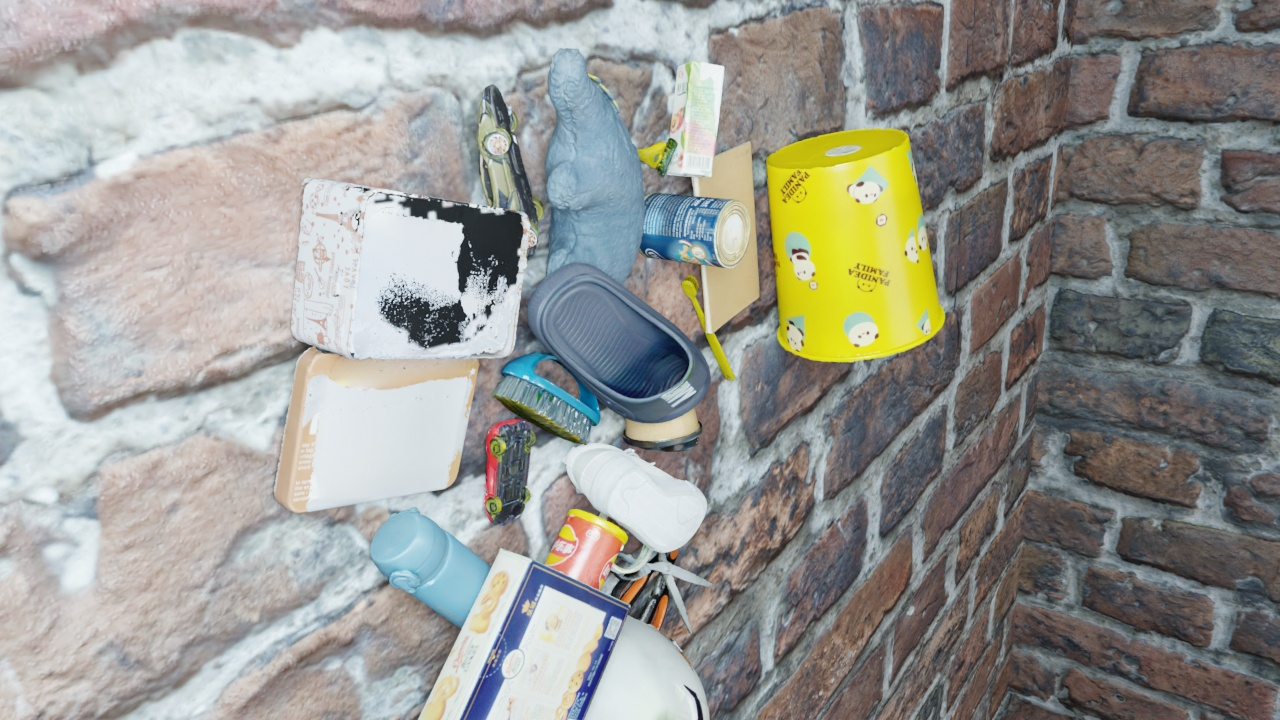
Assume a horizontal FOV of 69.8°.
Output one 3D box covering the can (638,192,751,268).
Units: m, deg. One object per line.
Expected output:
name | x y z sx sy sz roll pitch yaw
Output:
can | 0.058 -0.145 1.015 0.075 0.111 0.075 -21 117 -50

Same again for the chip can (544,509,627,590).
chip can | -0.092 0.267 0.971 0.216 0.073 0.073 -62 142 -18

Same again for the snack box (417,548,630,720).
snack box | -0.103 0.290 0.868 0.182 0.046 0.177 41 68 -48

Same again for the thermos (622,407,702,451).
thermos | 0.020 0.035 1.045 0.092 0.093 0.143 -21 109 -50

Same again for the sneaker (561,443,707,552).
sneaker | -0.008 0.151 1.041 0.089 0.091 0.242 -59 145 -5

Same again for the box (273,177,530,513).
box | -0.193 -0.006 0.749 0.176 0.082 0.261 -1 105 -54

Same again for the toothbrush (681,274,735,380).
toothbrush | 0.090 -0.039 1.175 0.016 0.016 0.190 -63 142 -31

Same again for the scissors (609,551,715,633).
scissors | 0.028 0.255 1.127 0.159 0.014 0.181 -10 85 -40

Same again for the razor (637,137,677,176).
razor | -0.009 -0.211 0.974 0.132 0.028 0.043 -28 153 -50

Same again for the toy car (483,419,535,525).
toy car | -0.132 0.110 0.900 0.049 0.031 0.106 -13 112 -51

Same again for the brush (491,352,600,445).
brush | -0.086 0.033 0.919 0.144 0.055 0.073 40 69 -51

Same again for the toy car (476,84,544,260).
toy car | -0.119 -0.164 0.815 0.070 0.042 0.158 -91 171 -60

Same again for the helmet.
helmet | -0.005 0.425 1.052 0.229 0.157 0.274 -50 140 -22

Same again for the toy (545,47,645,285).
toy | -0.046 -0.140 0.871 0.137 0.091 0.357 -71 165 -48

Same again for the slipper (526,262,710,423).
slipper | -0.005 0.005 0.895 0.111 0.083 0.268 -46 138 4

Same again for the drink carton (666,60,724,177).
drink carton | 0.062 -0.267 1.024 0.045 0.053 0.122 4 99 -17

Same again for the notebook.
notebook | 0.111 -0.158 1.159 0.149 0.012 0.212 -35 126 -50

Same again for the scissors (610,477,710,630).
scissors | 0.028 0.266 1.178 0.223 0.022 0.205 -26 121 -48

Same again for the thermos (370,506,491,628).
thermos | -0.167 0.213 0.855 0.070 0.070 0.220 -61 141 -22

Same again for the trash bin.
trash bin | 0.279 -0.162 1.233 0.228 0.230 0.255 -37 122 -43

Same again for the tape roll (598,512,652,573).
tape roll | -0.018 0.206 1.077 0.085 0.014 0.085 11 74 -43
